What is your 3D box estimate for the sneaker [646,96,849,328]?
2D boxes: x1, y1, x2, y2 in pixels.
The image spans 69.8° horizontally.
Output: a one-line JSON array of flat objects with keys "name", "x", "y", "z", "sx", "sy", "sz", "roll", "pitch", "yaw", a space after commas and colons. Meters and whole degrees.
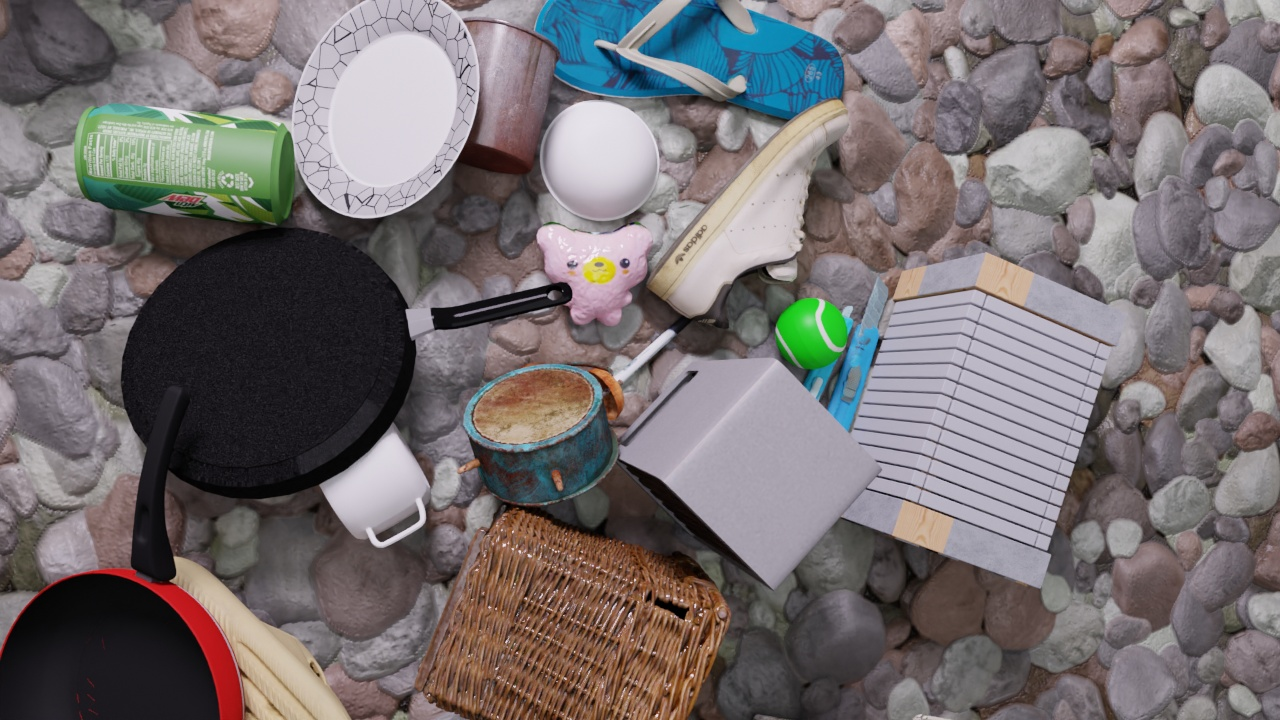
[{"name": "sneaker", "x": 0.117, "y": -0.126, "z": 0.819, "sx": 0.102, "sy": 0.089, "sz": 0.241, "roll": 43, "pitch": 87, "yaw": 0}]

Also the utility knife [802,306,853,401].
[{"name": "utility knife", "x": 0.178, "y": 0.000, "z": 0.872, "sx": 0.022, "sy": 0.015, "sz": 0.117, "roll": 31, "pitch": 81, "yaw": -17}]

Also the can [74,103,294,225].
[{"name": "can", "x": -0.356, "y": -0.155, "z": 0.727, "sx": 0.144, "sy": 0.083, "sz": 0.083, "roll": 4, "pitch": 88, "yaw": -12}]

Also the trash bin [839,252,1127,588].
[{"name": "trash bin", "x": 0.294, "y": 0.052, "z": 0.828, "sx": 0.142, "sy": 0.142, "sz": 0.247, "roll": 21, "pitch": 85, "yaw": -11}]

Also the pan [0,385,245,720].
[{"name": "pan", "x": -0.369, "y": 0.190, "z": 0.679, "sx": 0.209, "sy": 0.067, "sz": 0.356, "roll": 18, "pitch": 94, "yaw": 15}]

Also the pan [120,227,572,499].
[{"name": "pan", "x": -0.229, "y": -0.020, "z": 0.726, "sx": 0.356, "sy": 0.034, "sz": 0.225, "roll": -14, "pitch": 68, "yaw": -5}]

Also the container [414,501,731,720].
[{"name": "container", "x": -0.056, "y": 0.209, "z": 0.715, "sx": 0.183, "sy": 0.250, "sz": 0.162, "roll": 23, "pitch": 85, "yaw": -1}]

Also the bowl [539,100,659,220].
[{"name": "bowl", "x": -0.032, "y": -0.182, "z": 0.816, "sx": 0.110, "sy": 0.040, "sz": 0.110, "roll": 0, "pitch": 89, "yaw": -12}]

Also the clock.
[{"name": "clock", "x": -0.074, "y": 0.053, "z": 0.767, "sx": 0.121, "sy": 0.157, "sz": 0.073, "roll": 6, "pitch": 128, "yaw": 23}]

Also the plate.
[{"name": "plate", "x": -0.207, "y": -0.207, "z": 0.750, "sx": 0.189, "sy": 0.016, "sz": 0.188, "roll": -3, "pitch": 82, "yaw": 24}]

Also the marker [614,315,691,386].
[{"name": "marker", "x": -0.005, "y": 0.005, "z": 0.835, "sx": 0.152, "sy": 0.011, "sz": 0.011, "roll": -42, "pitch": 97, "yaw": -9}]

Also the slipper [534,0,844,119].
[{"name": "slipper", "x": 0.054, "y": -0.287, "z": 0.827, "sx": 0.294, "sy": 0.060, "sz": 0.118, "roll": 9, "pitch": 84, "yaw": -11}]

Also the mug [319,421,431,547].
[{"name": "mug", "x": -0.214, "y": 0.098, "z": 0.742, "sx": 0.068, "sy": 0.094, "sz": 0.115, "roll": -30, "pitch": 58, "yaw": -12}]

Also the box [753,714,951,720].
[{"name": "box", "x": 0.191, "y": 0.338, "z": 0.791, "sx": 0.145, "sy": 0.186, "sz": 0.065, "roll": 15, "pitch": 61, "yaw": -16}]

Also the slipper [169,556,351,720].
[{"name": "slipper", "x": -0.303, "y": 0.257, "z": 0.735, "sx": 0.261, "sy": 0.079, "sz": 0.111, "roll": 43, "pitch": 103, "yaw": 11}]

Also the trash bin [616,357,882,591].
[{"name": "trash bin", "x": 0.069, "y": 0.080, "z": 0.738, "sx": 0.114, "sy": 0.229, "sz": 0.114, "roll": 45, "pitch": 81, "yaw": -8}]

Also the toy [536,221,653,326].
[{"name": "toy", "x": -0.041, "y": -0.077, "z": 0.808, "sx": 0.102, "sy": 0.050, "sz": 0.093, "roll": 2, "pitch": 94, "yaw": -9}]

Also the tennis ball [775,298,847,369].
[{"name": "tennis ball", "x": 0.156, "y": -0.024, "z": 0.841, "sx": 0.065, "sy": 0.065, "sz": 0.065, "roll": 0, "pitch": 89, "yaw": -12}]

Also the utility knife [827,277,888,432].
[{"name": "utility knife", "x": 0.202, "y": 0.014, "z": 0.876, "sx": 0.031, "sy": 0.015, "sz": 0.196, "roll": 20, "pitch": 84, "yaw": -15}]

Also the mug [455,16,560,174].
[{"name": "mug", "x": -0.138, "y": -0.223, "z": 0.778, "sx": 0.123, "sy": 0.096, "sz": 0.110, "roll": 11, "pitch": 82, "yaw": 20}]
